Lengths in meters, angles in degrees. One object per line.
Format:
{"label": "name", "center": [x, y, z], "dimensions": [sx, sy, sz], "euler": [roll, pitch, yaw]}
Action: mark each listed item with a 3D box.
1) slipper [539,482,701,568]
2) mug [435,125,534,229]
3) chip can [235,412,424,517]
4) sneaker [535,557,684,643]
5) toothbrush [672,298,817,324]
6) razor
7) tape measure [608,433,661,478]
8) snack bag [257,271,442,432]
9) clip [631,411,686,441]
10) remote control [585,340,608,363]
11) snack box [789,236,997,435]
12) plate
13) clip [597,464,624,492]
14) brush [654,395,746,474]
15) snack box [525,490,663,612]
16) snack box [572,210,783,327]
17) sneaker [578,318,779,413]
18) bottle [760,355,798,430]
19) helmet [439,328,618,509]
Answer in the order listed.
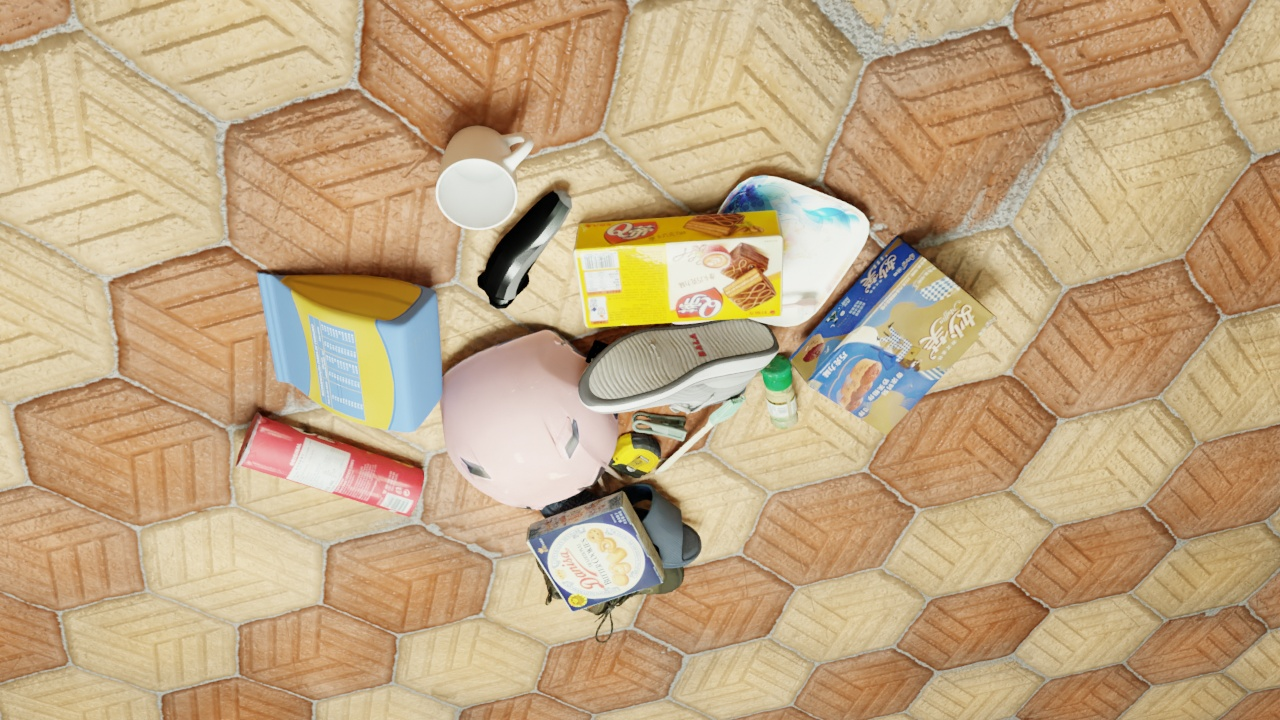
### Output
{"label": "slipper", "center": [-0.015, 0.220, 1.312], "dimensions": [0.263, 0.101, 0.083], "euler": [21, 125, -19]}
{"label": "mug", "center": [-0.155, -0.201, 0.943], "dimensions": [0.114, 0.087, 0.081], "euler": [-33, 127, 19]}
{"label": "chip can", "center": [-0.403, 0.141, 1.211], "dimensions": [0.233, 0.073, 0.073], "euler": [23, 123, -25]}
{"label": "sneaker", "center": [-0.038, 0.340, 1.380], "dimensions": [0.237, 0.142, 0.101], "euler": [9, 127, -16]}
{"label": "toothbrush", "center": [0.127, -0.057, 1.127], "dimensions": [0.181, 0.015, 0.018], "euler": [-6, 137, -3]}
{"label": "razor", "center": [-0.129, -0.130, 1.034], "dimensions": [0.060, 0.057, 0.157], "euler": [-5, 140, -47]}
{"label": "tape measure", "center": [-0.006, 0.132, 1.278], "dimensions": [0.065, 0.037, 0.064], "euler": [33, 119, -30]}
{"label": "snack bag", "center": [-0.343, -0.018, 1.070], "dimensions": [0.205, 0.102, 0.159], "euler": [12, 125, 10]}
{"label": "clip", "center": [0.026, 0.084, 1.257], "dimensions": [0.078, 0.049, 0.023], "euler": [16, 126, 1]}
{"label": "remote control", "center": [-0.007, 0.007, 1.168], "dimensions": [0.140, 0.009, 0.030], "euler": [19, 101, -34]}
{"label": "snack box", "center": [0.312, -0.027, 1.142], "dimensions": [0.155, 0.069, 0.203], "euler": [30, 109, -29]}
{"label": "plate", "center": [0.159, -0.129, 1.092], "dimensions": [0.187, 0.016, 0.187], "euler": [16, 127, -20]}
{"label": "clip", "center": [-0.046, 0.152, 1.285], "dimensions": [0.040, 0.024, 0.060], "euler": [-25, 94, 11]}
{"label": "brush", "center": [0.075, 0.106, 1.247], "dimensions": [0.033, 0.012, 0.218], "euler": [-15, 158, -38]}
{"label": "snack box", "center": [-0.061, 0.265, 1.263], "dimensions": [0.145, 0.042, 0.144], "euler": [-22, 117, 10]}
{"label": "snack box", "center": [0.045, -0.103, 1.050], "dimensions": [0.230, 0.061, 0.110], "euler": [-3, 128, 5]}
{"label": "sneaker", "center": [0.041, 0.027, 1.147], "dimensions": [0.262, 0.096, 0.129], "euler": [-14, 144, -22]}
{"label": "bottle", "center": [0.187, 0.044, 1.227], "dimensions": [0.043, 0.043, 0.111], "euler": [-14, 131, 4]}
{"label": "helmet", "center": [-0.133, 0.096, 1.166], "dimensions": [0.230, 0.152, 0.256], "euler": [-20, 136, 4]}
